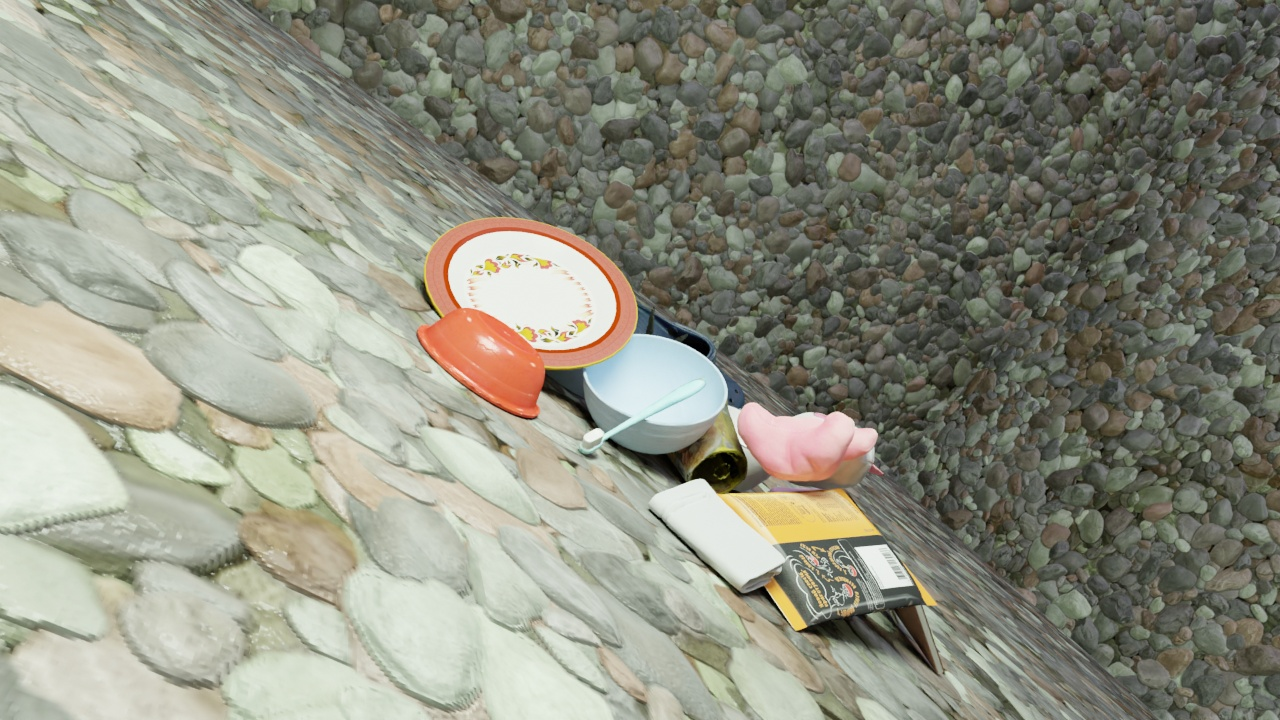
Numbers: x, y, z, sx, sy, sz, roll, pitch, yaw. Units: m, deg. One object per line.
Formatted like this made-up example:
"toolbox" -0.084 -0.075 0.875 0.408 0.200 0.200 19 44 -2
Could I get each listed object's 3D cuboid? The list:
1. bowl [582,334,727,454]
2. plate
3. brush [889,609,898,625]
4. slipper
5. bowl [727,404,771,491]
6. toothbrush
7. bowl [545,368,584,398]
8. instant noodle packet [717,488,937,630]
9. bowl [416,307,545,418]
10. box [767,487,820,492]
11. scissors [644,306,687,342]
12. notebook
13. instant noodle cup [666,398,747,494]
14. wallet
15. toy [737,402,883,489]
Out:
"bowl" 0.009 0.045 0.956 0.150 0.075 0.150 9 36 -7
"plate" -0.115 -0.071 0.972 0.229 0.021 0.229 13 43 -13
"brush" 0.265 0.222 1.122 0.217 0.012 0.033 64 12 10
"slipper" 0.058 0.007 1.297 0.252 0.095 0.104 39 45 -20
"bowl" 0.117 0.112 1.139 0.116 0.066 0.116 26 20 -10
"toothbrush" 0.007 0.048 0.873 0.016 0.017 0.180 38 40 25
"bowl" -0.083 -0.003 1.046 0.106 0.039 0.106 37 7 -6
"instant noodle packet" 0.178 0.186 0.904 0.220 0.032 0.159 5 37 -40
"bowl" -0.130 -0.006 0.811 0.130 0.045 0.130 37 7 -6
"box" 0.189 0.209 1.076 0.101 0.103 0.201 -1 -2 14
"scissors" 0.000 0.016 1.057 0.012 0.158 0.169 -40 119 -49
"notebook" 0.292 0.252 1.085 0.209 0.008 0.141 -114 -179 -68
"instant noodle cup" 0.067 0.091 1.018 0.102 0.102 0.108 33 19 -35
"wallet" 0.065 0.156 0.808 0.116 0.032 0.086 43 24 29
"toy" 0.190 0.098 1.018 0.142 0.084 0.213 6 -7 22
